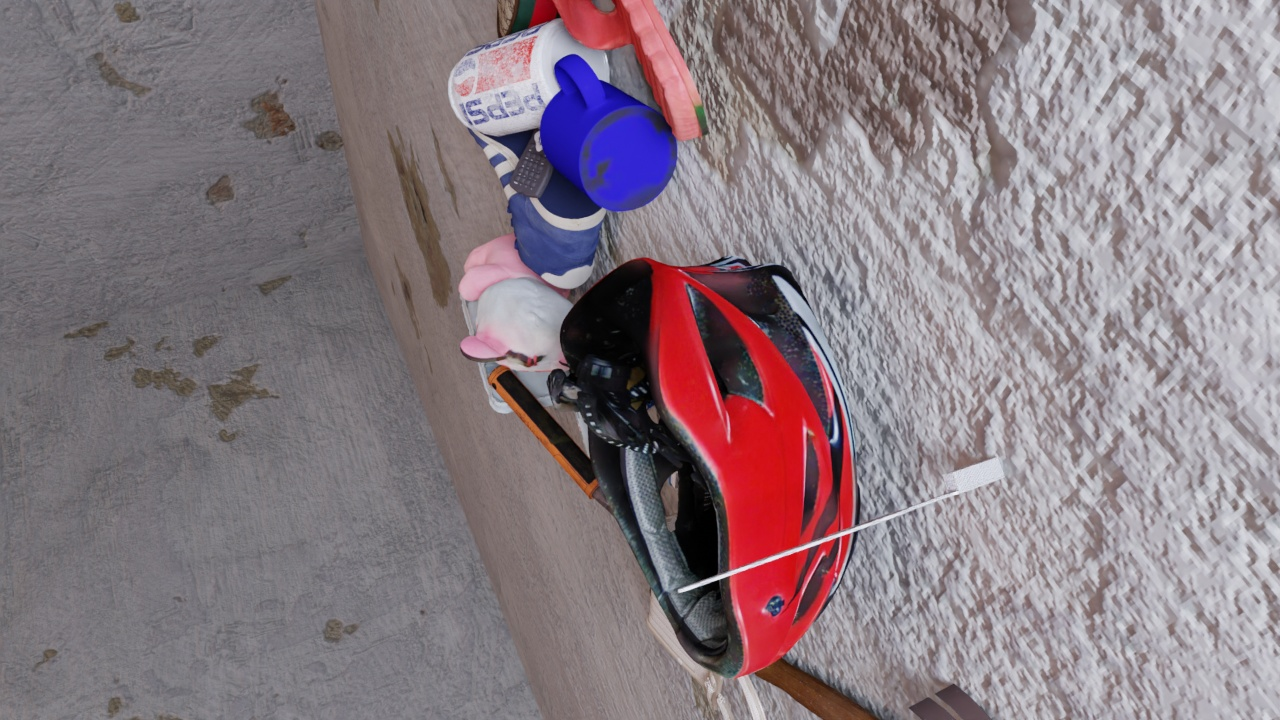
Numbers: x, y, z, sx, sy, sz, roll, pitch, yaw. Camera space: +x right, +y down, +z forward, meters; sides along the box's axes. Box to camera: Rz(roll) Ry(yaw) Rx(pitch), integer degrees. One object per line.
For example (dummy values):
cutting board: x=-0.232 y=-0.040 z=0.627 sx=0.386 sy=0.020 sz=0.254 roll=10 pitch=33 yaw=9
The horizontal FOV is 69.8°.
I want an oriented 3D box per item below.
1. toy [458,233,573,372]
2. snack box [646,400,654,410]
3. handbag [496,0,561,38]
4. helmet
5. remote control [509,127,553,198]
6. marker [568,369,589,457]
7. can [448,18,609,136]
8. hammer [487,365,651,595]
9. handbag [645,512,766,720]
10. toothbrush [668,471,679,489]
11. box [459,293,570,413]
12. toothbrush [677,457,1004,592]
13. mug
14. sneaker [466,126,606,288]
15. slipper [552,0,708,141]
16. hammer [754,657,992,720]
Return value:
toy: x=-0.116 y=-0.055 z=0.947 sx=0.212 sy=0.142 sz=0.084 roll=-102 pitch=33 yaw=-54
snack box: x=-0.005 y=0.005 z=0.875 sx=0.150 sy=0.027 sz=0.082 roll=143 pitch=110 yaw=-71
handbag: x=-0.090 y=-0.346 z=0.778 sx=0.167 sy=0.063 sz=0.138 roll=-179 pitch=90 yaw=-74
helmet: x=0.044 y=0.065 z=0.576 sx=0.217 sy=0.166 sz=0.272 roll=-148 pitch=44 yaw=-62
remote control: x=-0.080 y=-0.204 z=0.812 sx=0.046 sy=0.009 sz=0.124 roll=29 pitch=96 yaw=42
marker: x=-0.072 y=0.072 z=1.137 sx=0.017 sy=0.017 sz=0.146 roll=-173 pitch=67 yaw=-70
can: x=-0.096 y=-0.235 z=0.773 sx=0.136 sy=0.078 sz=0.078 roll=3 pitch=111 yaw=44
hammer: x=-0.057 y=0.115 z=0.977 sx=0.314 sy=0.034 sz=0.138 roll=46 pitch=150 yaw=19
handbag: x=0.069 y=0.261 z=0.818 sx=0.176 sy=0.062 sz=0.197 roll=93 pitch=157 yaw=-46
toothbrush: x=0.038 y=0.059 z=0.821 sx=0.167 sy=0.016 sz=0.014 roll=92 pitch=153 yaw=-43
box: x=-0.147 y=-0.058 z=1.106 sx=0.125 sy=0.106 sz=0.215 roll=110 pitch=144 yaw=-49
toothbrush: x=0.095 y=0.072 z=0.417 sx=0.010 sy=0.181 sz=0.010 roll=-35 pitch=71 yaw=65
mug: x=-0.031 y=-0.177 z=0.692 sx=0.083 sy=0.079 sz=0.111 roll=48 pitch=168 yaw=51
sneaker: x=-0.105 y=-0.175 z=0.917 sx=0.233 sy=0.091 sz=0.119 roll=52 pitch=156 yaw=28
slipper: x=-0.030 y=-0.251 z=0.629 sx=0.248 sy=0.059 sz=0.103 roll=64 pitch=-177 yaw=10
hammer: x=0.157 y=0.255 z=0.640 sx=0.323 sy=0.033 sz=0.115 roll=-5 pitch=103 yaw=71
